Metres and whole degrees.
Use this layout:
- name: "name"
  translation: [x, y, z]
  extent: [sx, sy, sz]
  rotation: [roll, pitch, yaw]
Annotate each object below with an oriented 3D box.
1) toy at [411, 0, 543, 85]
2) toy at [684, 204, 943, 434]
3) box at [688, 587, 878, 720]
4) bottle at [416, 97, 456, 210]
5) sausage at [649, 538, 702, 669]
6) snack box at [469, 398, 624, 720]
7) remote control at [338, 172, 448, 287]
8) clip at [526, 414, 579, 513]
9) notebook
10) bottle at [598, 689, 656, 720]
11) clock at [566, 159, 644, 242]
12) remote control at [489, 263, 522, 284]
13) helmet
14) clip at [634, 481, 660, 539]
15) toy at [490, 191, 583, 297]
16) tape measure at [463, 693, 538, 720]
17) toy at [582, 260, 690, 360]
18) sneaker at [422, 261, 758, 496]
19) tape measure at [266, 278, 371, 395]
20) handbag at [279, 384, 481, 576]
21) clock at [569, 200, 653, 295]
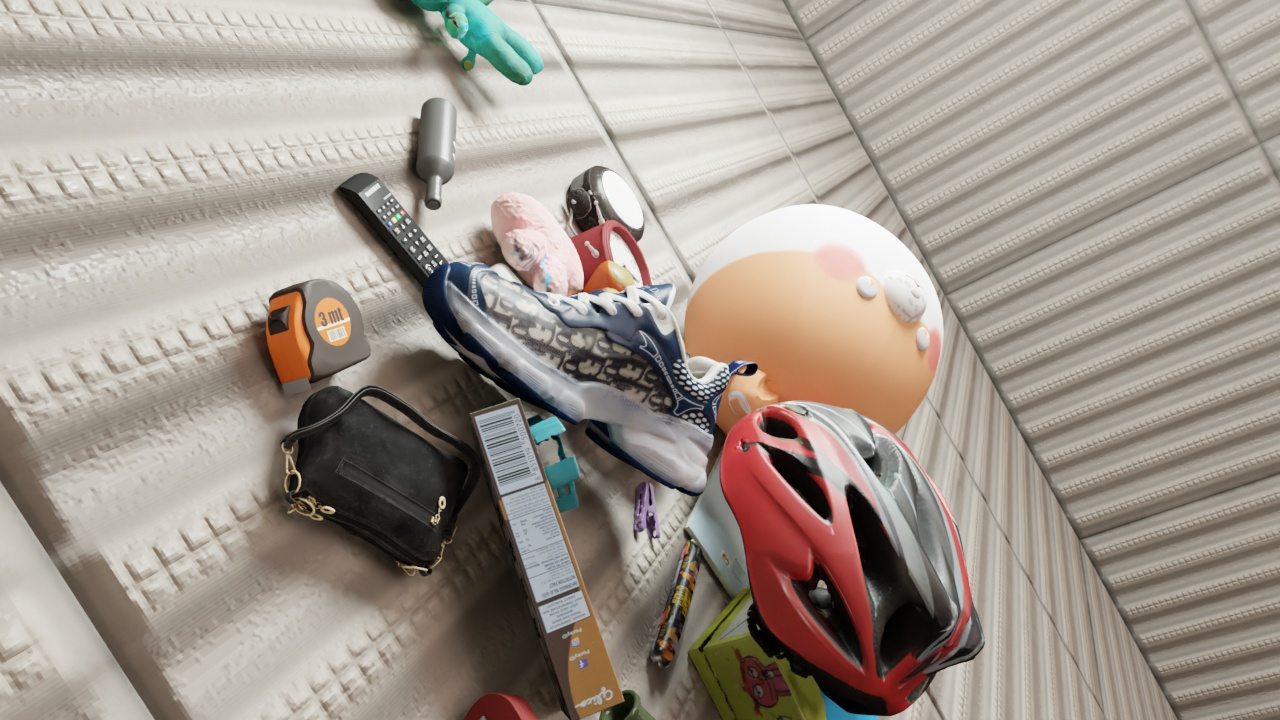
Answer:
- name: "toy"
  translation: [-0.172, -0.325, 0.841]
  extent: [0.193, 0.073, 0.130]
  rotation: [42, 30, -18]
- name: "toy"
  translation: [0.175, -0.017, 0.942]
  extent: [0.262, 0.267, 0.279]
  rotation: [39, 46, -19]
- name: "box"
  translation: [0.141, 0.308, 0.779]
  extent: [0.124, 0.080, 0.221]
  rotation: [-30, 95, -58]
- name: "bottle"
  translation: [-0.164, -0.164, 0.738]
  extent: [0.030, 0.030, 0.112]
  rotation: [35, 37, -42]
- name: "sausage"
  translation: [0.031, 0.198, 0.755]
  extent: [0.020, 0.020, 0.155]
  rotation: [54, 28, -15]
- name: "snack box"
  translation: [-0.063, 0.126, 0.579]
  extent: [0.101, 0.031, 0.186]
  rotation: [115, -44, -71]
- name: "remote control"
  translation: [-0.163, -0.075, 0.674]
  extent: [0.147, 0.015, 0.033]
  rotation: [52, 28, -18]
- name: "clip"
  translation: [-0.067, 0.058, 0.637]
  extent: [0.103, 0.027, 0.120]
  rotation: [63, -13, 4]
- name: "notebook"
  translation: [0.126, 0.176, 0.953]
  extent: [0.181, 0.009, 0.252]
  rotation: [57, 27, -10]
- name: "bottle"
  translation: [0.045, 0.303, 0.624]
  extent: [0.207, 0.072, 0.071]
  rotation: [53, 28, -18]
- name: "clock"
  translation: [-0.033, -0.155, 0.943]
  extent: [0.091, 0.044, 0.122]
  rotation: [52, 29, -19]
- name: "remote control"
  translation: [-0.088, -0.024, 0.728]
  extent: [0.114, 0.028, 0.060]
  rotation: [54, 8, -27]
- name: "helmet"
  translation: [0.160, 0.140, 0.728]
  extent: [0.217, 0.167, 0.271]
  rotation: [44, 20, -37]
- name: "clip"
  translation: [0.003, 0.128, 0.779]
  extent: [0.045, 0.014, 0.051]
  rotation: [-3, 71, -58]
- name: "toy"
  translation: [-0.086, -0.088, 0.764]
  extent: [0.108, 0.053, 0.105]
  rotation: [54, 10, -22]
- name: "tape measure"
  translation: [-0.082, 0.217, 0.511]
  extent: [0.019, 0.059, 0.051]
  rotation: [26, 13, -49]
- name: "toy"
  translation: [-0.005, 0.005, 0.793]
  extent: [0.112, 0.096, 0.176]
  rotation: [-91, 168, -60]
- name: "sneaker"
  translation: [-0.028, -0.012, 0.673]
  extent: [0.269, 0.132, 0.103]
  rotation: [35, -7, -29]
- name: "tape measure"
  translation: [-0.196, -0.016, 0.542]
  extent: [0.058, 0.038, 0.059]
  rotation: [-38, 113, -62]
- name: "handbag"
  translation: [-0.149, 0.070, 0.525]
  extent: [0.128, 0.054, 0.079]
  rotation: [42, 37, -39]
- name: "clock"
  translation: [-0.024, -0.074, 0.870]
  extent: [0.137, 0.048, 0.096]
  rotation: [54, 27, -33]
